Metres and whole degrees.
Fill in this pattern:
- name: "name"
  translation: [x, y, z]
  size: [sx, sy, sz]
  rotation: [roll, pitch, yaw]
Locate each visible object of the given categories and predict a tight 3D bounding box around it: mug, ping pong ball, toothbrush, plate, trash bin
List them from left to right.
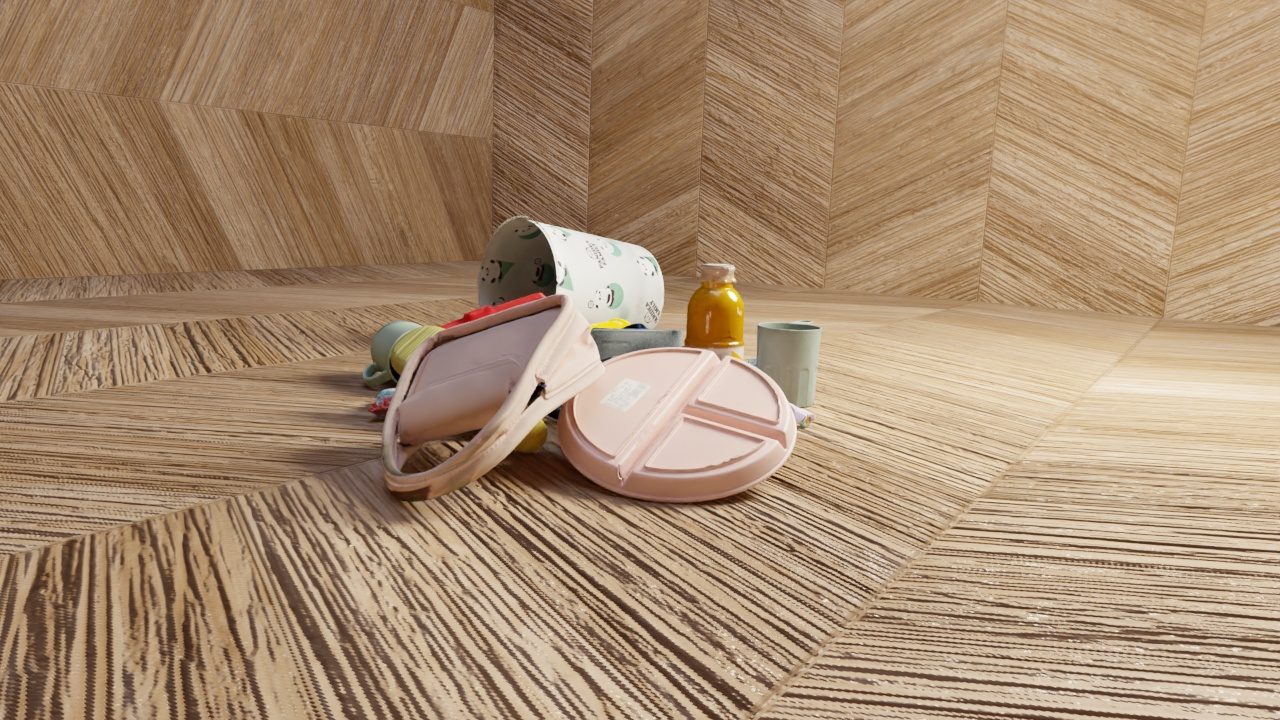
- name: "mug"
  translation: [-0.326, -0.002, 1.242]
  size: [0.111, 0.082, 0.106]
  rotation: [-35, 26, -21]
- name: "ping pong ball"
  translation: [-0.114, 0.073, 0.924]
  size: [0.040, 0.040, 0.040]
  rotation: [2, 10, -1]
- name: "trash bin"
  translation: [-0.111, -0.120, 1.569]
  size: [0.251, 0.229, 0.230]
  rotation: [0, 9, -42]
- name: "plate"
  translation: [0.034, 0.050, 0.875]
  size: [0.229, 0.028, 0.229]
  rotation: [-1, 33, 1]
- name: "toothbrush"
  translation: [0.138, 0.040, 1.145]
  size: [0.029, 0.021, 0.189]
  rotation: [-7, 23, -40]
- name: "mug"
  translation: [0.203, 0.002, 1.232]
  size: [0.084, 0.103, 0.123]
  rotation: [7, 10, 27]

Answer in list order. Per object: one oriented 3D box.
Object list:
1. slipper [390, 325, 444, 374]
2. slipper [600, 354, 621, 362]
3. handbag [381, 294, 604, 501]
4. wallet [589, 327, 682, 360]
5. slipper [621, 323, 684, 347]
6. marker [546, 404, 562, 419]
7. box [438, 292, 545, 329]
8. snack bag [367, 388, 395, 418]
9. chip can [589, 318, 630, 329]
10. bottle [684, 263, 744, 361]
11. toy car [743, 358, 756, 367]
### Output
- name: "slipper"
  translation: [-0.202, 0.025, 1.041]
  size: [0.191, 0.082, 0.091]
  rotation: [27, 58, 30]
- name: "slipper"
  translation: [-0.025, 0.028, 1.020]
  size: [0.110, 0.083, 0.268]
  rotation: [-3, 14, -1]
- name: "handbag"
  translation: [-0.150, 0.043, 0.832]
  size: [0.194, 0.093, 0.233]
  rotation: [-17, 24, 24]
- name: "wallet"
  translation: [-0.007, 0.007, 1.173]
  size: [0.120, 0.097, 0.019]
  rotation: [1, 6, -10]
- name: "slipper"
  translation: [-0.019, -0.005, 1.269]
  size: [0.252, 0.095, 0.105]
  rotation: [-5, 14, -19]
- name: "marker"
  translation: [-0.134, 0.042, 1.069]
  size: [0.132, 0.020, 0.022]
  rotation: [21, 40, 19]
- name: "box"
  translation: [-0.179, -0.008, 1.186]
  size: [0.200, 0.060, 0.161]
  rotation: [-22, 51, -26]
- name: "snack bag"
  translation: [-0.294, 0.048, 1.077]
  size: [0.045, 0.026, 0.105]
  rotation: [-9, 10, -9]
- name: "chip can"
  translation: [-0.085, -0.018, 1.387]
  size: [0.072, 0.072, 0.212]
  rotation: [7, 12, 28]
- name: "bottle"
  translation: [0.083, -0.014, 1.037]
  size: [0.068, 0.189, 0.068]
  rotation: [2, 9, 0]
- name: "toy car"
  translation: [0.159, 0.019, 1.301]
  size: [0.105, 0.031, 0.049]
  rotation: [0, -35, -30]
